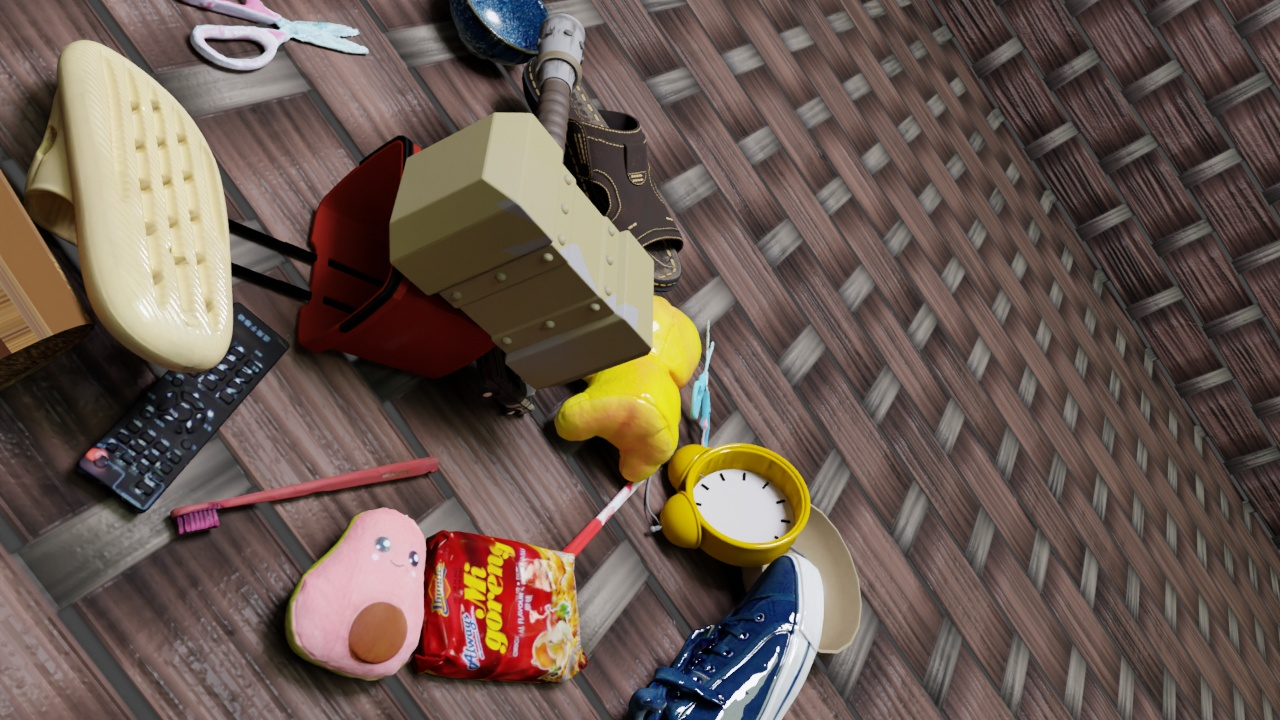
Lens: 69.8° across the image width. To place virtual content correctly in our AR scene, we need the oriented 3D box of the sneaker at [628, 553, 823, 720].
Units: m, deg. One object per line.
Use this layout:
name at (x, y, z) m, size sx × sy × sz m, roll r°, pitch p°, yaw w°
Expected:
sneaker at (0.048, 0.249, 0.708) m, size 0.127 × 0.121 × 0.293 m, roll 42°, pitch 52°, yaw -7°

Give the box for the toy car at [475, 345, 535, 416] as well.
toy car at (-0.107, 0.014, 0.734) m, size 0.092 × 0.037 × 0.040 m, roll 56°, pitch 18°, yaw -67°

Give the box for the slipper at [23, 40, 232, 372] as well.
slipper at (-0.312, -0.085, 0.557) m, size 0.111 × 0.079 × 0.261 m, roll 38°, pitch 20°, yaw -55°

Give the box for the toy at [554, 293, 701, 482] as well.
toy at (-0.005, 0.005, 0.834) m, size 0.134 × 0.088 × 0.193 m, roll 38°, pitch 39°, yaw -18°

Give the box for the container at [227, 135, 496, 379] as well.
container at (-0.200, -0.080, 0.653) m, size 0.200 × 0.127 × 0.147 m, roll 28°, pitch 47°, yaw -42°

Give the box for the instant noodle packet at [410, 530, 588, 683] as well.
instant noodle packet at (-0.098, 0.177, 0.657) m, size 0.135 × 0.040 × 0.098 m, roll 21°, pitch 58°, yaw -40°

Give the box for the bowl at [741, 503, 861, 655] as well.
bowl at (0.148, 0.213, 0.894) m, size 0.152 × 0.051 × 0.152 m, roll 26°, pitch 48°, yaw -34°

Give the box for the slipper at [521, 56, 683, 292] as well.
slipper at (-0.025, -0.188, 0.879) m, size 0.112 × 0.076 × 0.267 m, roll -18°, pitch 78°, yaw -52°

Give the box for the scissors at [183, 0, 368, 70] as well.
scissors at (-0.292, -0.262, 0.758) m, size 0.178 × 0.016 × 0.103 m, roll 2°, pitch 63°, yaw -51°

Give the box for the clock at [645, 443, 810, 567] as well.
clock at (0.081, 0.130, 0.841) m, size 0.152 × 0.052 × 0.113 m, roll 11°, pitch 47°, yaw 1°

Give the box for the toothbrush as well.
toothbrush at (-0.212, 0.087, 0.607) m, size 0.189 × 0.016 × 0.016 m, roll -8°, pitch 76°, yaw -50°

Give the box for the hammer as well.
hammer at (-0.071, -0.163, 0.702) m, size 0.190 × 0.101 × 0.324 m, roll 46°, pitch 34°, yaw -42°

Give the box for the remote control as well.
remote control at (-0.280, 0.026, 0.570) m, size 0.047 × 0.022 × 0.149 m, roll 44°, pitch 42°, yaw -19°

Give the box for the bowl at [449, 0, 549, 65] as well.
bowl at (-0.149, -0.341, 0.928) m, size 0.114 × 0.061 × 0.114 m, roll 26°, pitch 47°, yaw -33°

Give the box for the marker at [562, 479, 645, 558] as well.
marker at (-0.030, 0.132, 0.783) m, size 0.013 × 0.013 × 0.141 m, roll 55°, pitch 38°, yaw -5°

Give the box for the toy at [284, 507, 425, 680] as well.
toy at (-0.174, 0.144, 0.581) m, size 0.090 × 0.051 × 0.109 m, roll 35°, pitch 43°, yaw -30°

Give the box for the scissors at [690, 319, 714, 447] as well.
scissors at (0.059, 0.030, 0.883) m, size 0.133 × 0.015 × 0.135 m, roll -36°, pitch 124°, yaw -76°

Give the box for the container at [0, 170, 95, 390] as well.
container at (-0.368, -0.061, 0.450) m, size 0.167 × 0.132 × 0.131 m, roll 58°, pitch 37°, yaw -11°
